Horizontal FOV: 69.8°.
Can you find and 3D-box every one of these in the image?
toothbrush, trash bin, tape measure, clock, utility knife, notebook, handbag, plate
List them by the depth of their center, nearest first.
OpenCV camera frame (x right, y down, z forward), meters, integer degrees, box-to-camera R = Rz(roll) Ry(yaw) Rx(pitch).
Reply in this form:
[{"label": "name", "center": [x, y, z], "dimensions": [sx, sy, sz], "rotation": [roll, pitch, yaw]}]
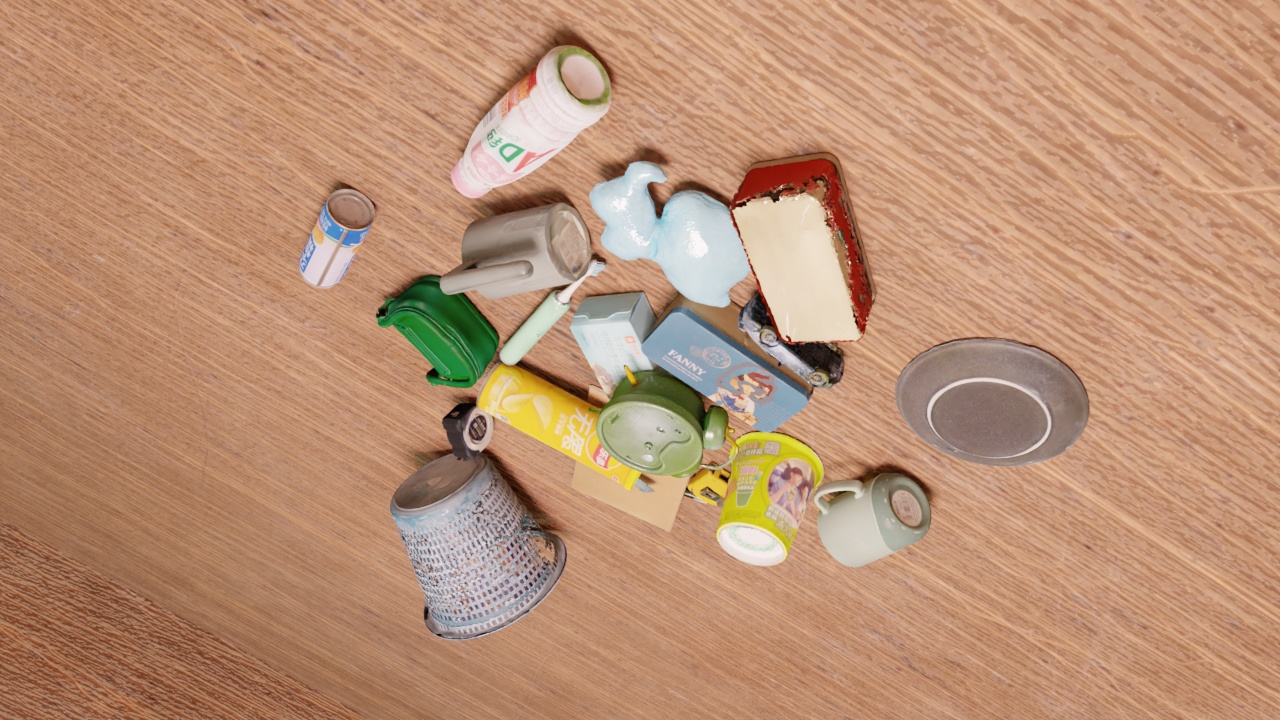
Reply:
[{"label": "plate", "center": [0.339, 0.051, 0.895], "dimensions": [0.179, 0.024, 0.180], "rotation": [15, 140, 13]}, {"label": "clock", "center": [0.029, 0.074, 0.983], "dimensions": [0.161, 0.056, 0.116], "rotation": [30, 138, -10]}, {"label": "toothbrush", "center": [-0.102, -0.053, 1.016], "dimensions": [0.027, 0.026, 0.225], "rotation": [10, 149, -30]}, {"label": "handbag", "center": [-0.242, -0.027, 1.087], "dimensions": [0.120, 0.067, 0.131], "rotation": [-15, 125, 40]}, {"label": "tape measure", "center": [0.092, 0.159, 1.145], "dimensions": [0.057, 0.028, 0.060], "rotation": [33, 141, -10]}, {"label": "utility knife", "center": [-0.071, 0.105, 1.158], "dimensions": [0.215, 0.015, 0.033], "rotation": [36, 142, 2]}, {"label": "notebook", "center": [-0.010, 0.129, 1.164], "dimensions": [0.149, 0.012, 0.212], "rotation": [23, 137, 9]}, {"label": "toothbrush", "center": [0.072, 0.178, 1.185], "dimensions": [0.186, 0.017, 0.012], "rotation": [19, 143, 9]}, {"label": "tape measure", "center": [-0.225, 0.089, 1.207], "dimensions": [0.034, 0.065, 0.066], "rotation": [4, 120, 29]}, {"label": "trash bin", "center": [-0.243, 0.244, 1.298], "dimensions": [0.227, 0.225, 0.195], "rotation": [-6, 119, 33]}]

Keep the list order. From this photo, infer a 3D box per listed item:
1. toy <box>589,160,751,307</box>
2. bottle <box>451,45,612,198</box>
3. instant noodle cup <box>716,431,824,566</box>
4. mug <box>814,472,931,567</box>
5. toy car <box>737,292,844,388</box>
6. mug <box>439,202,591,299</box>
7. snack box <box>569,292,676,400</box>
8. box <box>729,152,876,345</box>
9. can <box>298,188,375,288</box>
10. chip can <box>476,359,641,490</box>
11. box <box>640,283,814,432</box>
[{"label": "toy", "center": [0.038, -0.114, 0.852], "dimensions": [0.156, 0.049, 0.161], "rotation": [0, 130, 16]}, {"label": "bottle", "center": [-0.107, -0.203, 0.823], "dimensions": [0.068, 0.068, 0.197], "rotation": [42, 141, -19]}, {"label": "instant noodle cup", "center": [0.141, 0.163, 1.047], "dimensions": [0.112, 0.123, 0.112], "rotation": [15, 140, 13]}, {"label": "mug", "center": [0.253, 0.169, 1.028], "dimensions": [0.111, 0.082, 0.107], "rotation": [36, 141, -8]}, {"label": "toy car", "center": [0.149, -0.017, 0.899], "dimensions": [0.120, 0.054, 0.037], "rotation": [35, 137, -13]}, {"label": "mug", "center": [-0.121, -0.100, 0.900], "dimensions": [0.104, 0.123, 0.084], "rotation": [-7, 113, 30]}, {"label": "snack box", "center": [-0.006, 0.006, 1.008], "dimensions": [0.074, 0.051, 0.175], "rotation": [-3, 133, 29]}, {"label": "box", "center": [0.145, -0.088, 0.804], "dimensions": [0.091, 0.076, 0.168], "rotation": [-2, 134, 30]}, {"label": "can", "center": [-0.344, -0.134, 1.034], "dimensions": [0.053, 0.053, 0.135], "rotation": [36, 140, -12]}, {"label": "chip can", "center": [-0.088, 0.075, 1.101], "dimensions": [0.213, 0.071, 0.072], "rotation": [28, 141, 7]}, {"label": "box", "center": [0.088, -0.007, 0.939], "dimensions": [0.184, 0.061, 0.090], "rotation": [30, 140, -8]}]
